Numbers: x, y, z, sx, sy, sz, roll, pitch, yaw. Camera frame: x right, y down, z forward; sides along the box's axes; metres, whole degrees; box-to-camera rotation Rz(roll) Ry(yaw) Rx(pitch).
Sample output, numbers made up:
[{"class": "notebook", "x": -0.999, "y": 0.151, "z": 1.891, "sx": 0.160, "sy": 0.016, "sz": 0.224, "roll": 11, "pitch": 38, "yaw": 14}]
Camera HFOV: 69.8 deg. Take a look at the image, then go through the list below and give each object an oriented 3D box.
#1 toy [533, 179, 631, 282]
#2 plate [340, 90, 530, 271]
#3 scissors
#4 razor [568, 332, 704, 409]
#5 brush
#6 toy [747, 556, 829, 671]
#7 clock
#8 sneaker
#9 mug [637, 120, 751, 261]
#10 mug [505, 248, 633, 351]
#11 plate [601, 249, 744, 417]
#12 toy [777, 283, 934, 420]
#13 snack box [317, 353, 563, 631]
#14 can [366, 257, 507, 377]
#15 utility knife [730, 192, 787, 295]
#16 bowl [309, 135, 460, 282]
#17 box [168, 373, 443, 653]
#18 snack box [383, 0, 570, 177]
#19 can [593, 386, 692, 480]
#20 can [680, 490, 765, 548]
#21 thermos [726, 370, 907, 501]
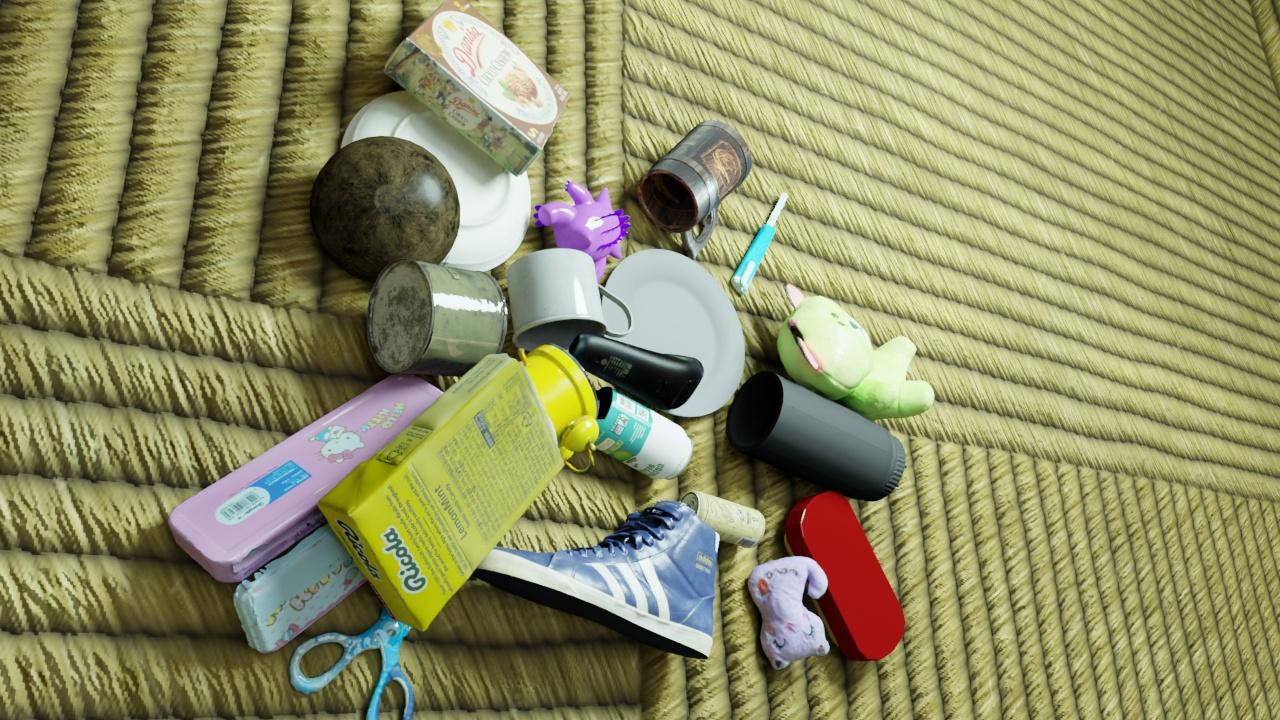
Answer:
[{"class": "toy", "x": -0.049, "y": -0.122, "z": 0.877, "sx": 0.087, "sy": 0.056, "sz": 0.106, "roll": -32, "pitch": 116, "yaw": -50}, {"class": "plate", "x": -0.173, "y": -0.166, "z": 0.820, "sx": 0.182, "sy": 0.034, "sz": 0.182, "roll": 13, "pitch": 66, "yaw": -31}, {"class": "scissors", "x": -0.183, "y": 0.215, "z": 0.683, "sx": 0.139, "sy": 0.013, "sz": 0.118, "roll": -38, "pitch": 96, "yaw": -40}, {"class": "razor", "x": -0.005, "y": 0.005, "z": 0.837, "sx": 0.151, "sy": 0.054, "sz": 0.067, "roll": 20, "pitch": 18, "yaw": -36}, {"class": "brush", "x": 0.203, "y": 0.221, "z": 0.938, "sx": 0.082, "sy": 0.042, "sz": 0.173, "roll": -25, "pitch": 88, "yaw": -39}, {"class": "toy", "x": 0.147, "y": 0.240, "z": 0.882, "sx": 0.080, "sy": 0.036, "sz": 0.099, "roll": -17, "pitch": 78, "yaw": -2}, {"class": "clock", "x": -0.074, "y": 0.043, "z": 0.781, "sx": 0.057, "sy": 0.084, "sz": 0.118, "roll": -33, "pitch": 91, "yaw": -34}, {"class": "sneaker", "x": -0.021, "y": 0.156, "z": 0.769, "sx": 0.233, "sy": 0.092, "sz": 0.118, "roll": 29, "pitch": 63, "yaw": -25}, {"class": "mug", "x": 0.063, "y": -0.179, "z": 0.976, "sx": 0.107, "sy": 0.080, "sz": 0.116, "roll": -47, "pitch": 128, "yaw": -36}, {"class": "mug", "x": -0.063, "y": -0.052, "z": 0.821, "sx": 0.113, "sy": 0.084, "sz": 0.070, "roll": -2, "pitch": 71, "yaw": -24}, {"class": "plate", "x": 0.033, "y": -0.028, "z": 0.930, "sx": 0.178, "sy": 0.012, "sz": 0.178, "roll": 14, "pitch": 65, "yaw": -31}, {"class": "toy", "x": 0.219, "y": 0.002, "z": 0.995, "sx": 0.196, "sy": 0.107, "sz": 0.150, "roll": 21, "pitch": 35, "yaw": -21}, {"class": "snack box", "x": -0.136, "y": 0.089, "z": 0.675, "sx": 0.180, "sy": 0.045, "sz": 0.121, "roll": -48, "pitch": 133, "yaw": -36}, {"class": "can", "x": -0.162, "y": -0.032, "z": 0.732, "sx": 0.074, "sy": 0.090, "sz": 0.089, "roll": 5, "pitch": 69, "yaw": -47}, {"class": "utility knife", "x": 0.142, "y": -0.138, "z": 1.048, "sx": 0.022, "sy": 0.015, "sz": 0.166, "roll": 42, "pitch": 55, "yaw": -16}, {"class": "bowl", "x": -0.203, "y": -0.125, "z": 0.738, "sx": 0.121, "sy": 0.056, "sz": 0.121, "roll": 0, "pitch": 90, "yaw": -18}, {"class": "box", "x": -0.223, "y": 0.106, "z": 0.684, "sx": 0.090, "sy": 0.091, "sz": 0.213, "roll": 27, "pitch": 45, "yaw": 28}, {"class": "snack box", "x": -0.143, "y": -0.254, "z": 0.839, "sx": 0.147, "sy": 0.041, "sz": 0.142, "roll": 38, "pitch": 33, "yaw": -18}, {"class": "can", "x": -0.005, "y": 0.068, "z": 0.838, "sx": 0.101, "sy": 0.055, "sz": 0.054, "roll": 31, "pitch": 57, "yaw": -23}, {"class": "can", "x": 0.077, "y": 0.152, "z": 0.876, "sx": 0.079, "sy": 0.038, "sz": 0.038, "roll": 22, "pitch": 61, "yaw": -28}, {"class": "thermos", "x": 0.193, "y": 0.087, "z": 0.953, "sx": 0.198, "sy": 0.086, "sz": 0.086, "roll": 25, "pitch": 60, "yaw": -26}]
